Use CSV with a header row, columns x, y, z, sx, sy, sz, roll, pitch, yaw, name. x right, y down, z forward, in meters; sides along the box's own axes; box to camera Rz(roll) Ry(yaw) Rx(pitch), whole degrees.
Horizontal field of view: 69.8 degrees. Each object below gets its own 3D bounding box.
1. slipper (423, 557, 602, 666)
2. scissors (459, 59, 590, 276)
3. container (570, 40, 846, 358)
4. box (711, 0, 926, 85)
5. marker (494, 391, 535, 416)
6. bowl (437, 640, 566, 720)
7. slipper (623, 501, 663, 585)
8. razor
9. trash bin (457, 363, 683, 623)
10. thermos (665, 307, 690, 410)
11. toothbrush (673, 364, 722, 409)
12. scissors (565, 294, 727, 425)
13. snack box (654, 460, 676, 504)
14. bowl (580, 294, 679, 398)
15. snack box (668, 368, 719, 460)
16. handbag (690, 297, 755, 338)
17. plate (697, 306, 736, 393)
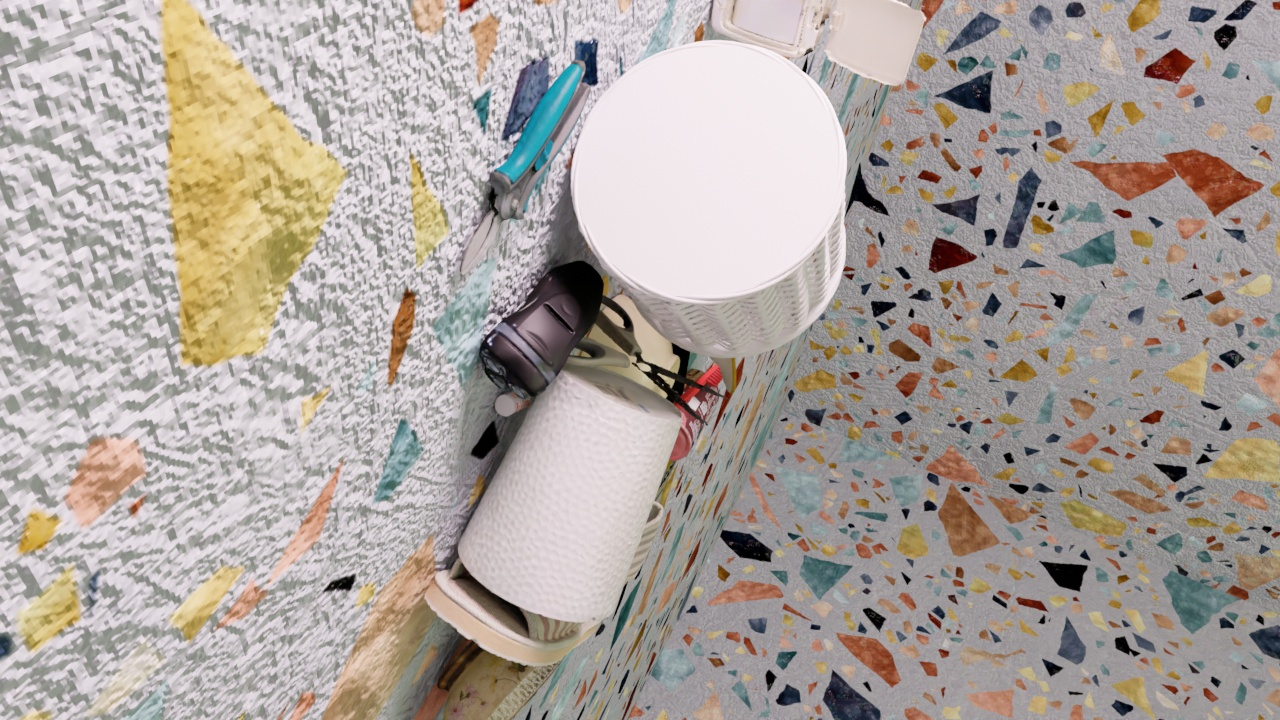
x,y,z,sx,sy,sz,roll,pitch,yaw,name
-0.091,0.196,0.770,0.052,0.115,0.263,-56,161,-2,slipper
-0.069,-0.118,0.543,0.135,0.019,0.139,-46,156,-52,scissors
0.060,-0.110,0.692,0.189,0.189,0.187,-67,166,-5,container
0.133,-0.296,0.713,0.098,0.184,0.144,-43,151,-44,box
-0.078,0.022,0.741,0.017,0.017,0.145,-71,166,14,marker
-0.132,0.282,0.812,0.145,0.063,0.145,-44,165,-16,bowl
-0.035,0.158,0.899,0.114,0.054,0.273,-18,136,-27,slipper
-0.066,-0.025,0.649,0.064,0.053,0.140,-36,-167,34,razor
-0.047,0.093,0.699,0.161,0.133,0.133,-66,167,10,trash bin
0.022,-0.001,1.002,0.232,0.061,0.061,96,21,-50,thermos
0.026,0.069,1.005,0.212,0.018,0.012,-41,154,-21,toothbrush
-0.013,-0.006,0.713,0.157,0.171,0.013,6,125,-32,scissors
0.004,0.202,1.303,0.121,0.045,0.181,-48,157,-54,snack box
-0.005,0.005,0.874,0.118,0.074,0.117,90,26,-58,bowl
0.054,0.071,1.230,0.121,0.072,0.072,-53,161,-49,snack box
0.128,-0.106,1.145,0.200,0.093,0.200,-57,180,-40,handbag
0.062,-0.080,0.901,0.230,0.021,0.230,24,56,-90,plate
